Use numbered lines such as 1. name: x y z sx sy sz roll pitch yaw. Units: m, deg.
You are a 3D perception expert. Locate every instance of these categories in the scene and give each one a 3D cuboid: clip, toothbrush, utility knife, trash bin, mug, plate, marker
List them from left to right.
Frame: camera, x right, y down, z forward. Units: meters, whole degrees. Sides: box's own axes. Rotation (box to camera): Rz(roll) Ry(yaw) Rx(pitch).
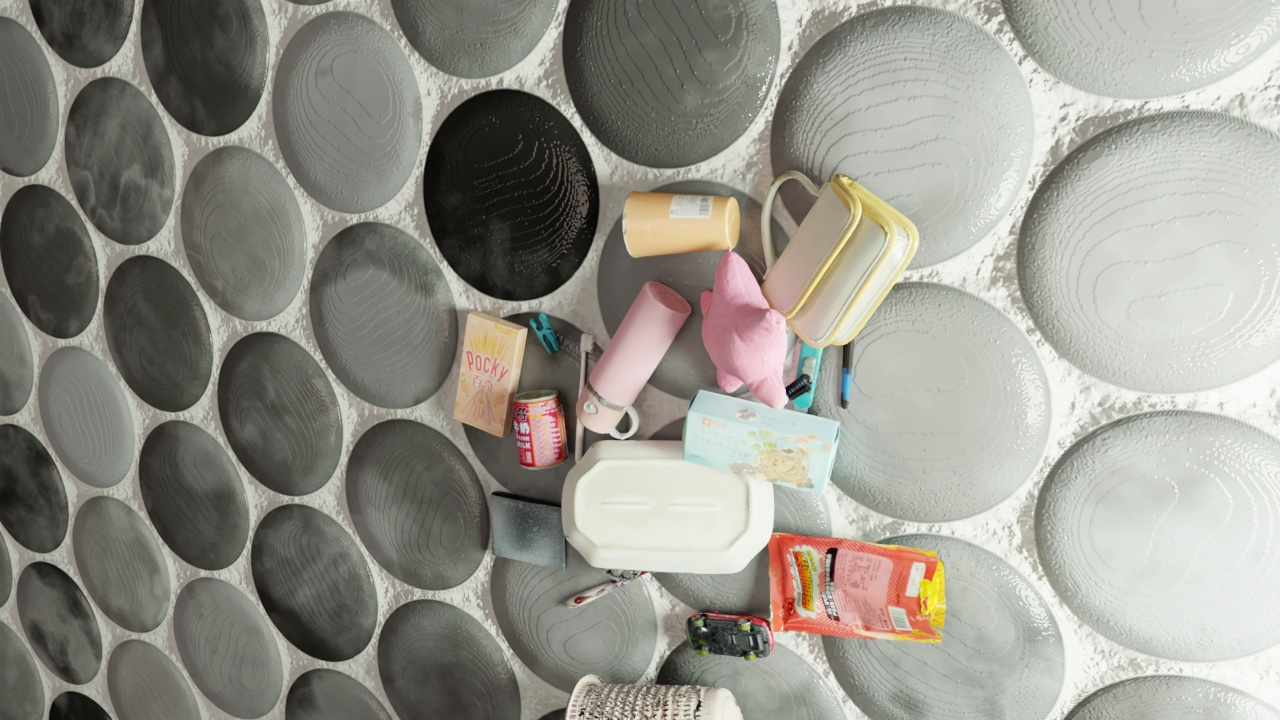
1. clip: -0.124 -0.036 1.208 0.048 0.014 0.057 -27 90 27
2. toothbrush: -0.074 0.053 1.203 0.016 0.016 0.180 10 105 18
3. toothbrush: -0.033 0.304 1.239 0.188 0.017 0.016 -29 90 28
4. trash bin: 0.030 0.503 1.160 0.192 0.227 0.227 -14 96 16
5. plate: 0.029 0.176 1.117 0.266 0.034 0.162 1 81 11
6. mug: 0.049 -0.159 1.061 0.123 0.078 0.078 2 102 21
7. marker: 0.151 0.057 1.081 0.131 0.018 0.022 -42 38 34
8. utility knife: 0.195 0.012 1.061 0.029 0.013 0.209 16 109 25
9. toothbrush: 0.234 -0.035 1.030 0.014 0.016 0.190 10 107 31

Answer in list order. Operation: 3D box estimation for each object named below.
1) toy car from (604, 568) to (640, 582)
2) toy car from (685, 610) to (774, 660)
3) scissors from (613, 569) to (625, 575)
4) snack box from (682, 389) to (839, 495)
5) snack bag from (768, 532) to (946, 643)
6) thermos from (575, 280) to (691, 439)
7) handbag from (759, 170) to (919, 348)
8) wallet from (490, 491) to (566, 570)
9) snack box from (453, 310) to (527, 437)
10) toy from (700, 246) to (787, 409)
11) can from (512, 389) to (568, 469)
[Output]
1. toy car: -0.021 0.238 1.207 0.049 0.031 0.105 3 93 17
2. toy car: 0.114 0.347 1.162 0.121 0.045 0.053 -6 97 33
3. scissors: 0.021 0.208 1.167 0.169 0.019 0.177 20 92 14
4. snack box: 0.138 0.094 1.064 0.175 0.051 0.074 13 125 14
5. snack bag: 0.245 0.266 1.072 0.208 0.073 0.128 -2 96 32
6. thermos: -0.007 0.007 1.128 0.087 0.067 0.199 39 114 17
7. handbag: 0.188 -0.121 0.999 0.178 0.063 0.164 46 121 27
8. wallet: -0.157 0.239 1.287 0.121 0.019 0.097 7 107 23
9. snack box: -0.206 0.019 1.253 0.084 0.026 0.157 19 110 21
10. toy: 0.114 -0.037 1.016 0.074 0.195 0.178 -14 99 -15
11. can: -0.133 0.090 1.211 0.067 0.066 0.094 -1 102 26
